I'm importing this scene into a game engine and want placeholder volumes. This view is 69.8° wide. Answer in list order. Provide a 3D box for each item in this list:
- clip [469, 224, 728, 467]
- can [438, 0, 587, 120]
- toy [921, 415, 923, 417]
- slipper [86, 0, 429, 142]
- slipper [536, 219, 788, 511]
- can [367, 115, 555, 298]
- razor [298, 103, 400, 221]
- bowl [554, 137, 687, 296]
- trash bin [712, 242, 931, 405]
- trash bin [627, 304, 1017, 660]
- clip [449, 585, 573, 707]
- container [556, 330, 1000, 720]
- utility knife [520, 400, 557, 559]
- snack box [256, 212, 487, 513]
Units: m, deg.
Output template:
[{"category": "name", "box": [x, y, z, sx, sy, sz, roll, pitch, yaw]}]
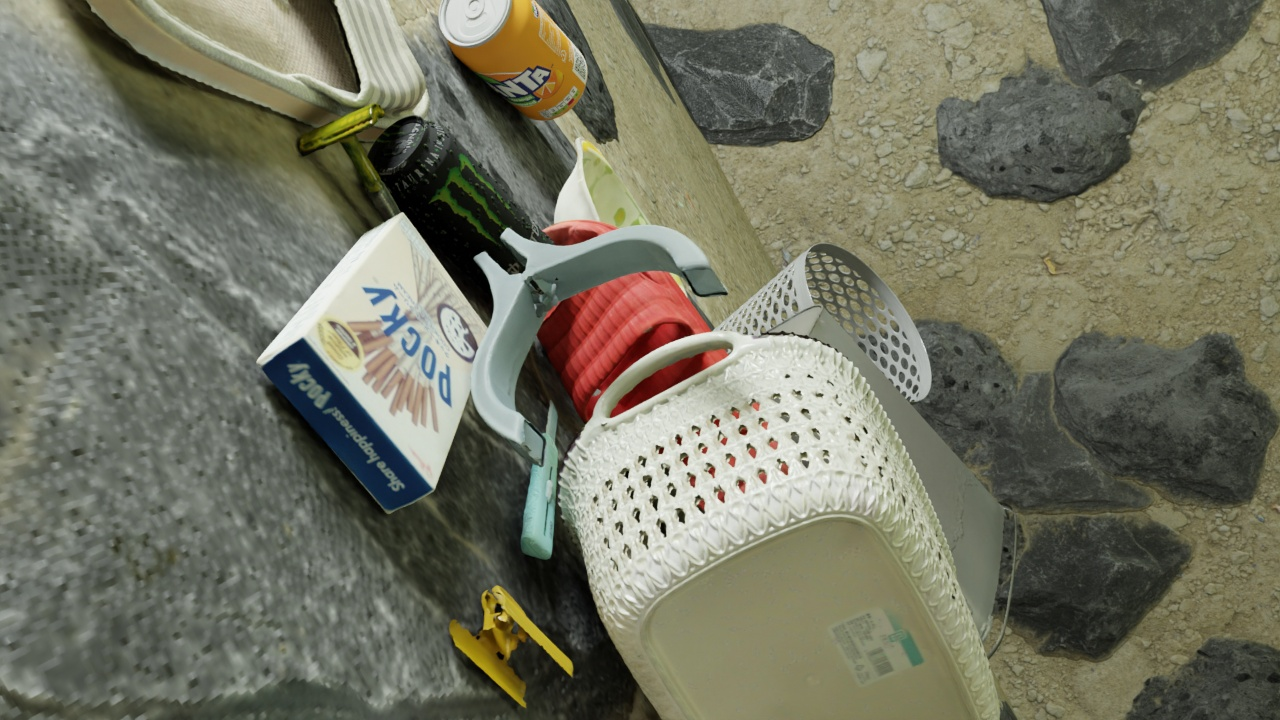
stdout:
[{"category": "clip", "box": [-0.054, -0.004, 0.445, 0.164, 0.173, 0.031, -56, 131, -22]}, {"category": "can", "box": [-0.109, -0.273, 0.804, 0.079, 0.079, 0.142, 67, 16, 18]}, {"category": "toy", "box": [0.215, 0.128, 0.862, 0.239, 0.087, 0.190, 106, -24, -63]}, {"category": "slipper", "box": [-0.176, -0.174, 0.465, 0.114, 0.054, 0.272, 66, 15, -3]}, {"category": "slipper", "box": [-0.003, 0.003, 0.576, 0.248, 0.104, 0.059, 48, 31, 21]}, {"category": "can", "box": [-0.098, -0.082, 0.542, 0.137, 0.054, 0.054, 46, 22, -46]}, {"category": "razor", "box": [-0.131, -0.077, 0.479, 0.026, 0.042, 0.106, -94, 161, -61]}, {"category": "bowl", "box": [-0.021, -0.082, 0.793, 0.219, 0.060, 0.188, 62, 15, 6]}, {"category": "trash bin", "box": [0.133, 0.012, 0.819, 0.156, 0.184, 0.156, 28, 42, -29]}, {"category": "trash bin", "box": [0.124, 0.102, 0.673, 0.220, 0.198, 0.196, 52, 36, -8]}, {"category": "clip", "box": [-0.057, 0.117, 0.391, 0.054, 0.046, 0.048, 52, 50, -29]}, {"category": "container", "box": [0.075, 0.120, 0.473, 0.252, 0.185, 0.143, 59, 6, -24]}, {"category": "utility knife", "box": [-0.055, 0.062, 0.515, 0.022, 0.015, 0.147, 60, 11, -24]}, {"category": "snack box", "box": [-0.112, -0.007, 0.417, 0.082, 0.026, 0.149, 57, 15, -23]}]
